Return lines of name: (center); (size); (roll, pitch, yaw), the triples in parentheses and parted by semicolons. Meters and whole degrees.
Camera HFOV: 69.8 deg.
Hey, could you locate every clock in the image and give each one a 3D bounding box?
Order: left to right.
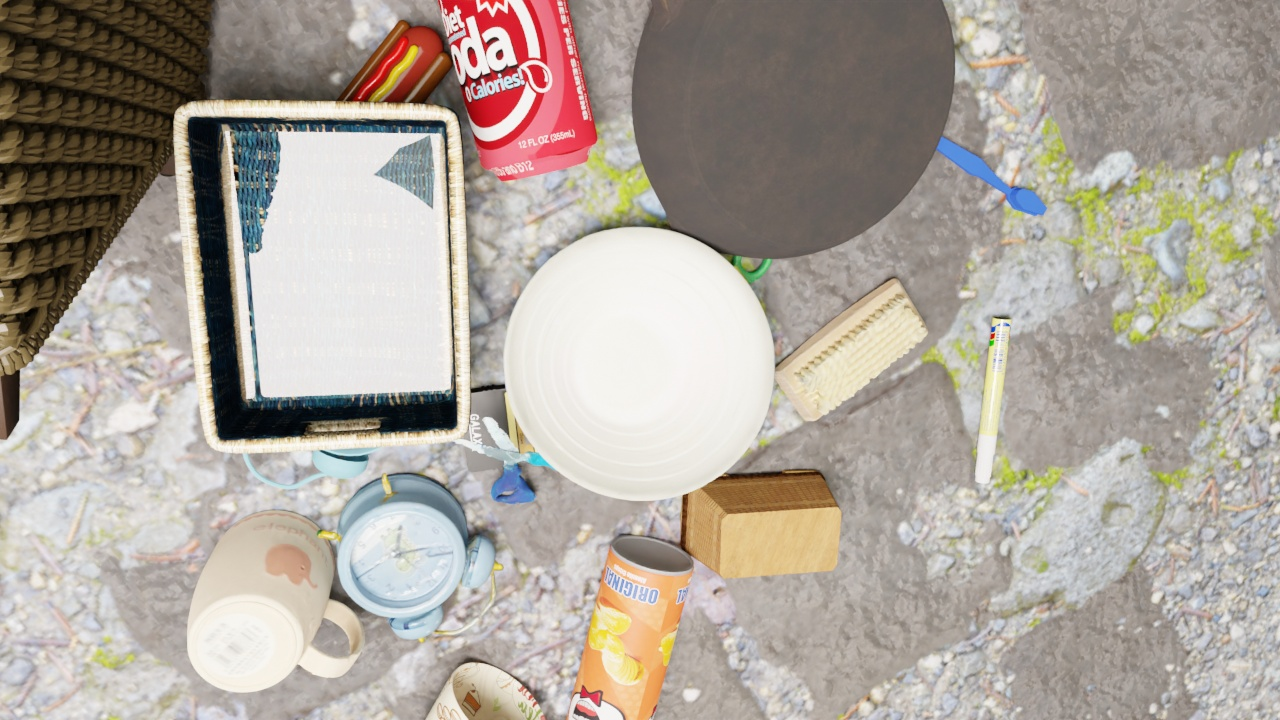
clock: (-0.201, 0.035, 0.592); (0.123, 0.042, 0.087); (-40, 108, -3)
clock: (-0.152, 0.136, 0.623); (0.089, 0.051, 0.124); (-42, 108, -3)

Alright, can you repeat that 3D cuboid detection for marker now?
marker: (0.275, 0.032, 0.718); (0.014, 0.014, 0.132); (-1, 103, -13)

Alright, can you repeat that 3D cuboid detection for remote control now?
remote control: (-0.058, 0.040, 0.642); (0.133, 0.013, 0.058); (-8, 105, -11)

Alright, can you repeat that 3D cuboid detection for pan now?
pan: (0.061, -0.197, 0.551); (0.356, 0.043, 0.249); (31, 98, -31)

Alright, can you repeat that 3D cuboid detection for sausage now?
sausage: (-0.173, -0.139, 0.559); (0.040, 0.040, 0.155); (38, 92, -18)

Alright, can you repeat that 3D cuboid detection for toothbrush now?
toothbrush: (0.223, -0.153, 0.663); (0.186, 0.011, 0.016); (27, 95, -18)

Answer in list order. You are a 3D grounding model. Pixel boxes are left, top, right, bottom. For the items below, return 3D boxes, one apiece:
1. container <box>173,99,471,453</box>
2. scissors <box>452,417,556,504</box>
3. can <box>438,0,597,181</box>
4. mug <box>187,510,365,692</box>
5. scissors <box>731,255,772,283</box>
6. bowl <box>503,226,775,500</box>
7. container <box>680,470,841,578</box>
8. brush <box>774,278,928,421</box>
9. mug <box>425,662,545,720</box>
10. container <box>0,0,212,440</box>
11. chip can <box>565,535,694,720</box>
container: (-0.172, -0.049, 0.521); (0.145, 0.071, 0.187); (-2, 103, -11)
scissors: (-0.092, 0.071, 0.602); (0.086, 0.015, 0.135); (-33, 150, 18)
can: (-0.075, -0.185, 0.552); (0.074, 0.074, 0.142); (-15, 106, -9)
mug: (-0.228, 0.161, 0.583); (0.111, 0.104, 0.085); (34, 94, -17)
scissors: (0.050, -0.042, 0.649); (0.119, 0.012, 0.129); (11, 99, -14)
bowl: (-0.004, 0.004, 0.610); (0.176, 0.058, 0.176); (1, 84, -12)
container: (0.092, 0.121, 0.671); (0.114, 0.061, 0.063); (-1, 103, -13)
brush: (0.157, -0.006, 0.668); (0.117, 0.039, 0.049); (-38, 107, -4)
mug: (-0.114, 0.287, 0.667); (0.122, 0.081, 0.097); (27, 104, -44)
container: (-0.299, -0.133, 0.385); (0.176, 0.320, 0.205); (7, 124, -15)
chip can: (-0.016, 0.238, 0.673); (0.062, 0.062, 0.210); (11, 100, -16)
